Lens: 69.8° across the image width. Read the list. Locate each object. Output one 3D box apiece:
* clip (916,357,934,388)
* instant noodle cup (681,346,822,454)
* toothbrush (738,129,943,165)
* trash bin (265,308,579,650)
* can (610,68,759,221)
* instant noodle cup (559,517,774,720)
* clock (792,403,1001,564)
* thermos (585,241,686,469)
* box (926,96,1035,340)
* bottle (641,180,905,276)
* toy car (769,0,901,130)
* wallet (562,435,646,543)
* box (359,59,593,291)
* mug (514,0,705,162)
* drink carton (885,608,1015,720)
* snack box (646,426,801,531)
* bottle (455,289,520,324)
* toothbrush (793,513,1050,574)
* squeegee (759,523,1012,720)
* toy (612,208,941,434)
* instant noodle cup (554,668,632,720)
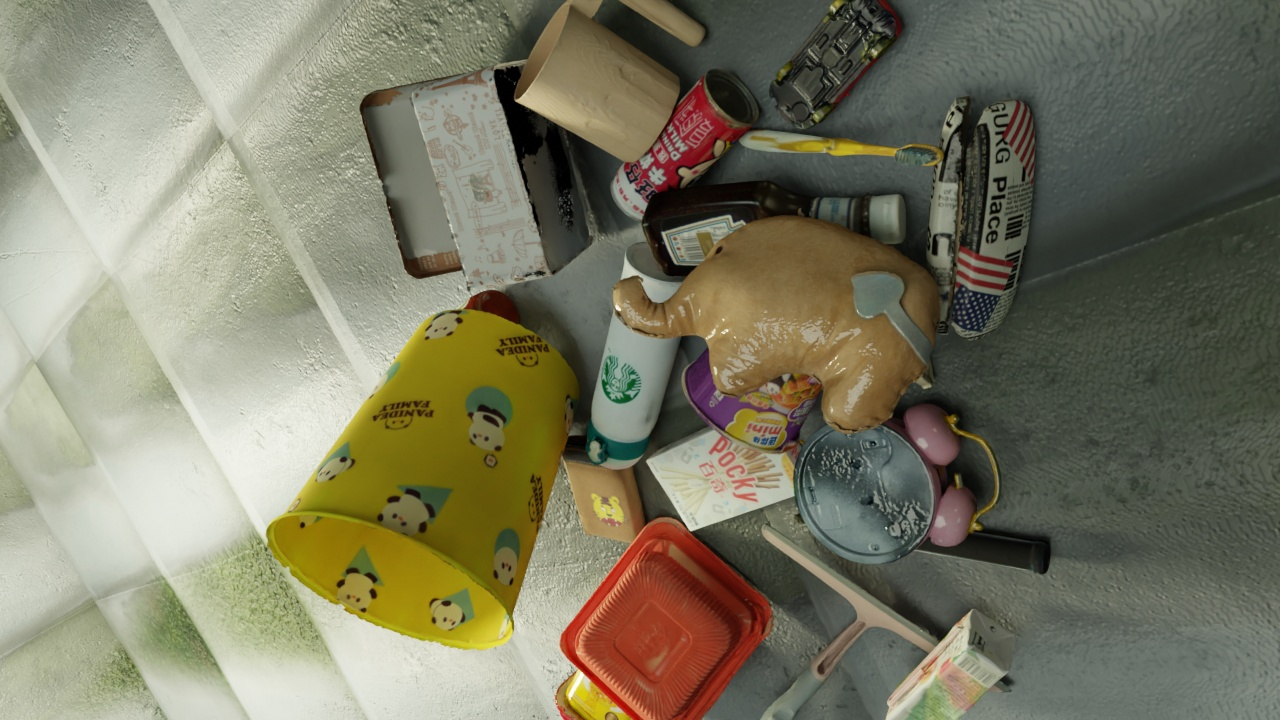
[{"bbox_3d":[0.189,-0.016,0.699,0.034,0.061,0.097,-12,116,41],"label":"clip"},{"bbox_3d":[0.104,0.002,0.740,0.111,0.111,0.099,39,122,15],"label":"instant noodle cup"},{"bbox_3d":[0.132,-0.151,0.652,0.191,0.018,0.016,23,125,50],"label":"toothbrush"},{"bbox_3d":[-0.184,0.105,0.873,0.230,0.254,0.230,13,142,10],"label":"trash bin"},{"bbox_3d":[0.032,-0.168,0.734,0.053,0.053,0.133,53,133,3],"label":"can"},{"bbox_3d":[0.021,0.269,0.907,0.164,0.079,0.189,37,93,15],"label":"instant noodle cup"},{"bbox_3d":[0.202,0.095,0.725,0.159,0.059,0.117,-14,89,38],"label":"clock"},{"bbox_3d":[-0.005,0.005,0.840,0.073,0.073,0.225,31,128,22],"label":"thermos"},{"bbox_3d":[0.232,-0.090,0.612,0.081,0.074,0.164,10,117,23],"label":"box"},{"bbox_3d":[0.101,-0.102,0.702,0.195,0.043,0.080,0,142,26],"label":"bottle"},{"bbox_3d":[0.135,-0.210,0.646,0.049,0.031,0.107,49,132,7],"label":"toy car"},{"bbox_3d":[-0.040,0.135,0.967,0.090,0.033,0.115,4,118,35],"label":"wallet"},{"bbox_3d":[-0.164,-0.162,0.815,0.192,0.156,0.183,-9,108,17],"label":"box"},{"bbox_3d":[-0.023,-0.229,0.707,0.103,0.084,0.125,26,109,-23],"label":"mug"},{"bbox_3d":[0.254,0.266,0.764,0.045,0.053,0.123,36,123,10],"label":"drink carton"},{"bbox_3d":[0.082,0.101,0.856,0.157,0.026,0.084,-30,93,44],"label":"snack box"},{"bbox_3d":[-0.208,-0.014,1.000,0.207,0.059,0.060,-28,94,44],"label":"bottle"},{"bbox_3d":[0.226,0.146,0.767,0.213,0.027,0.026,4,88,36],"label":"toothbrush"},{"bbox_3d":[0.171,0.296,0.875,0.248,0.040,0.250,34,123,9],"label":"squeegee"},{"bbox_3d":[0.094,-0.039,0.645,0.226,0.143,0.082,18,163,26],"label":"toy"},{"bbox_3d":[-0.015,0.349,1.013,0.116,0.116,0.124,31,117,22],"label":"instant noodle cup"}]
